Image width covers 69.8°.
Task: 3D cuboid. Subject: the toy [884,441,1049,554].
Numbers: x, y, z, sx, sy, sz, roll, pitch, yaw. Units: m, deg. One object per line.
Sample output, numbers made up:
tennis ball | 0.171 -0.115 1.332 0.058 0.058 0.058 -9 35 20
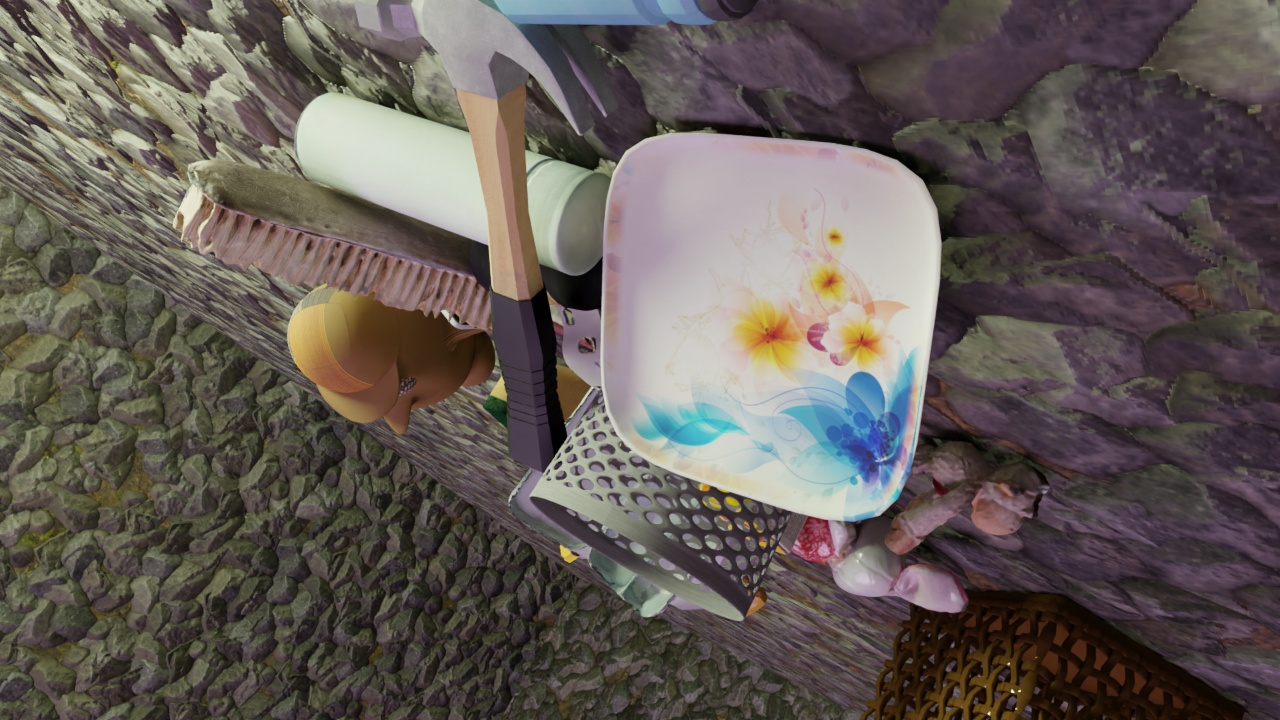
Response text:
toy | 0.227 0.092 0.634 0.106 0.074 0.085 -5 178 29

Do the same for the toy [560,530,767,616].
toy | 0.041 0.223 1.105 0.267 0.140 0.247 22 152 -26

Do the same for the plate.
plate | 0.059 -0.019 0.472 0.187 0.187 0.016 14 -159 33

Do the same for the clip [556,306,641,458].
clip | -0.004 0.005 0.745 0.125 0.074 0.144 1 121 53

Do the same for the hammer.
hammer | -0.073 -0.056 0.535 0.131 0.039 0.329 21 137 23

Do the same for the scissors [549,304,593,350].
scissors | -0.104 -0.050 0.846 0.188 0.015 0.146 15 157 45

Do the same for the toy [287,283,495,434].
toy | -0.238 -0.012 0.859 0.199 0.162 0.203 -19 172 16

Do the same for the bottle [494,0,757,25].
bottle | -0.005 -0.153 0.362 0.130 0.040 0.040 17 158 37

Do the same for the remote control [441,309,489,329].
remote control | -0.178 -0.077 0.779 0.146 0.008 0.045 47 -151 24

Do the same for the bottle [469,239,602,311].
bottle | -0.042 -0.065 0.632 0.182 0.059 0.059 13 156 43

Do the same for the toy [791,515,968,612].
toy | 0.200 0.172 0.856 0.194 0.084 0.159 34 171 9

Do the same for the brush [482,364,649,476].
brush | -0.029 0.086 0.995 0.251 0.075 0.195 10 153 48

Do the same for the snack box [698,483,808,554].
snack box | 0.102 0.086 0.735 0.061 0.105 0.083 14 156 43

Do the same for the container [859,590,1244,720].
container | 0.380 0.375 0.900 0.219 0.213 0.252 32 163 -5

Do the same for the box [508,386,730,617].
box | 0.002 0.113 0.840 0.192 0.210 0.061 37 -165 4

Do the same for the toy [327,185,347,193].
toy | -0.237 -0.154 0.735 0.055 0.041 0.102 4 149 9

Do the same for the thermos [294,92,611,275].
thermos | -0.126 -0.120 0.605 0.230 0.067 0.068 23 161 25

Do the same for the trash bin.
trash bin | 0.040 0.052 0.613 0.156 0.183 0.157 28 163 9

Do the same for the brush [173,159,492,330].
brush | -0.197 -0.082 0.678 0.270 0.057 0.083 13 -153 -42
